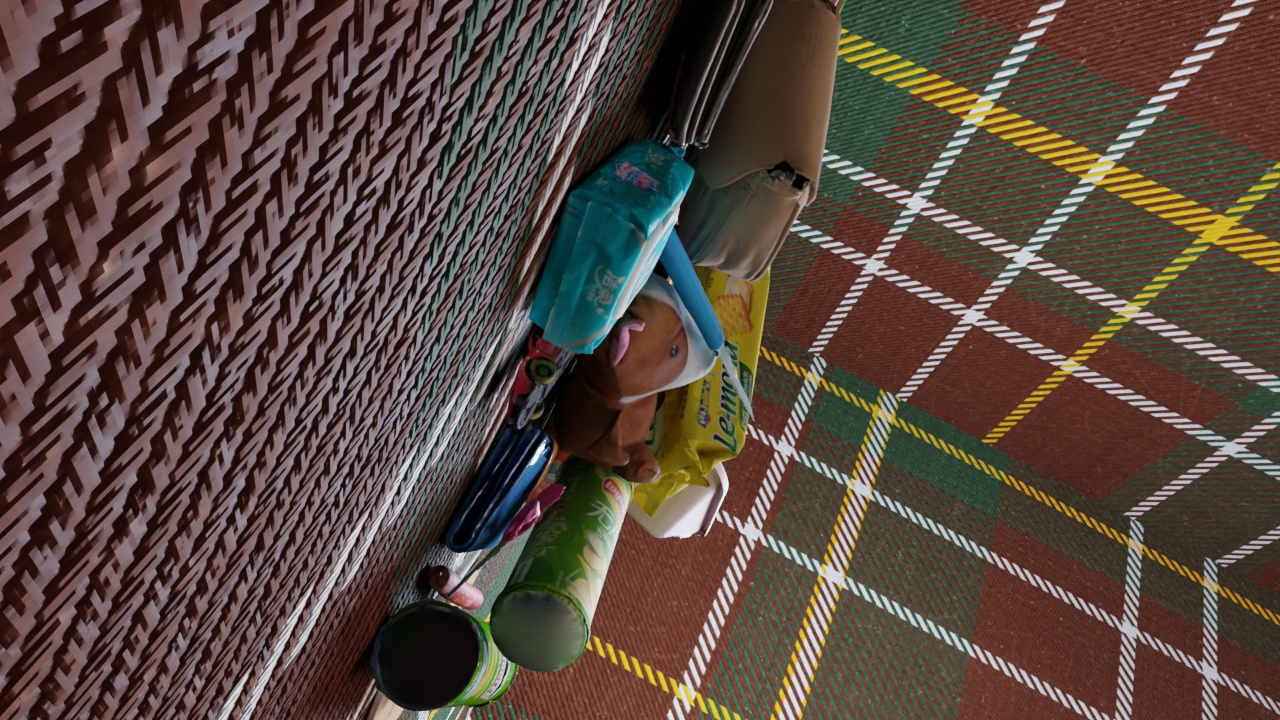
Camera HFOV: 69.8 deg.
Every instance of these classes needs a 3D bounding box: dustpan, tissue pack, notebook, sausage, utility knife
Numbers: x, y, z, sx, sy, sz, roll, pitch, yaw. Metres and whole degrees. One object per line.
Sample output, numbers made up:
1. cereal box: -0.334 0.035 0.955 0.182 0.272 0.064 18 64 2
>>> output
1. dustpan: 0.022 0.109 1.122 0.139 0.222 0.273 -51 171 6
2. tissue pack: -0.014 -0.072 0.547 0.093 0.050 0.133 -66 176 34
3. notebook: -0.206 0.283 0.832 0.148 0.008 0.207 -64 177 22
4. sausage: -0.143 0.179 0.714 0.020 0.020 0.156 -61 169 -18
5. utility knife: 0.041 -0.040 0.658 0.018 0.218 0.034 -21 -151 16

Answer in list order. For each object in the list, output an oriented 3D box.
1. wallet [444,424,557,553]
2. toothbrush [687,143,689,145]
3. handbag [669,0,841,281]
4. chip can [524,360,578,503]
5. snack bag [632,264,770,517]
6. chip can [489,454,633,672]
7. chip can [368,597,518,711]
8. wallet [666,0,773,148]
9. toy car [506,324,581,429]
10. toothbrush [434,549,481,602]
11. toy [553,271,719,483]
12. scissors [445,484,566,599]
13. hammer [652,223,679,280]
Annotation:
1. wallet: -0.103 0.099 0.703 0.106 0.040 0.133 -57 177 -9
2. toothbrush: 0.049 -0.152 0.854 0.189 0.014 0.017 89 17 -53
3. handbag: 0.081 -0.168 0.677 0.148 0.099 0.204 130 -26 -64
4. chip can: -0.042 0.039 0.849 0.217 0.073 0.073 -62 177 13
5. snack bag: 0.055 0.013 0.850 0.158 0.068 0.246 133 -28 -63
6. chip can: -0.056 0.149 0.721 0.220 0.072 0.073 -67 -177 -67
7. chip can: -0.139 0.226 0.691 0.072 0.072 0.236 -61 172 -18
8. wallet: 0.044 -0.189 0.575 0.129 0.037 0.107 -86 -158 -68
9. toy car: -0.058 -0.004 0.578 0.106 0.031 0.049 -61 176 -37
10. toothbrush: -0.143 0.160 0.771 0.179 0.016 0.016 -57 170 -39
11. toy: -0.004 0.004 0.712 0.139 0.130 0.200 -89 -179 -47
12. scissors: -0.095 0.128 0.673 0.133 0.017 0.134 -43 178 -39
13. hammer: -0.020 0.004 0.927 0.301 0.032 0.129 -69 -155 11
